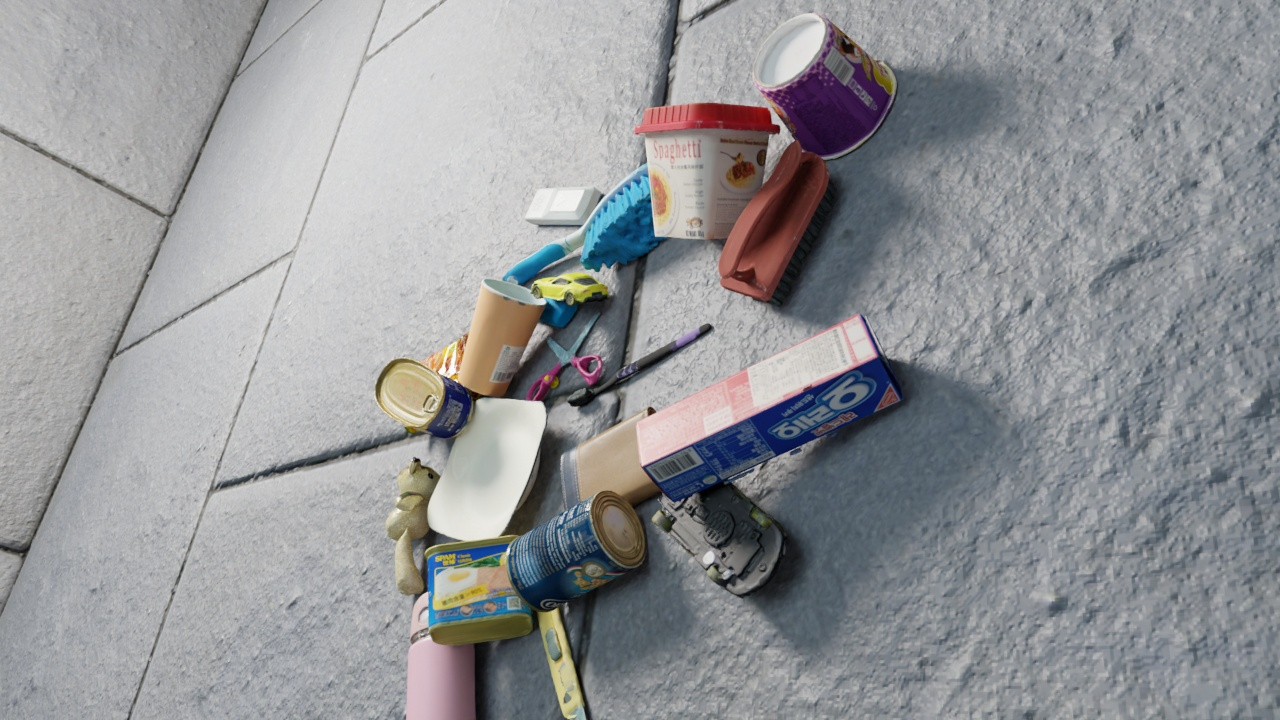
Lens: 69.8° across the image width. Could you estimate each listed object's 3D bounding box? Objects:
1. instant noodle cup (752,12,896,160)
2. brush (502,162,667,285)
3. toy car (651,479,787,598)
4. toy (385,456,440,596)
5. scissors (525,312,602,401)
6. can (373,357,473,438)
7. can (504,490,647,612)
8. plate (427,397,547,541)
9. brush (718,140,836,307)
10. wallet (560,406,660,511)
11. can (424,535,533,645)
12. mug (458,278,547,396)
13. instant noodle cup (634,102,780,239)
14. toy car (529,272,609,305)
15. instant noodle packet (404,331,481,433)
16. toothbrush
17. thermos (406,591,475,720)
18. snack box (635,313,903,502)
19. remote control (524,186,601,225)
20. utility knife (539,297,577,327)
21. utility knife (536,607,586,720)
[{"bbox_3d":[0.165,-0.261,0.858,0.112,0.099,0.111,-28,46,34],"label":"instant noodle cup"},{"bbox_3d":[-0.060,-0.138,1.060,0.315,0.060,0.109,-35,39,30],"label":"brush"},{"bbox_3d":[0.064,0.136,0.747,0.070,0.042,0.158,-53,34,2],"label":"toy car"},{"bbox_3d":[-0.259,0.192,1.054,0.105,0.066,0.157,102,168,-60],"label":"toy"},{"bbox_3d":[-0.082,0.002,1.018,0.133,0.017,0.134,-55,35,-1],"label":"scissors"},{"bbox_3d":[-0.258,0.044,1.087,0.148,0.049,0.074,19,82,46],"label":"can"},{"bbox_3d":[-0.057,0.172,0.829,0.111,0.075,0.075,-33,45,28],"label":"can"},{"bbox_3d":[-0.160,0.122,1.006,0.165,0.034,0.163,2,67,48],"label":"plate"},{"bbox_3d":[0.125,-0.126,0.834,0.063,0.069,0.145,25,85,50],"label":"brush"},{"bbox_3d":[-0.025,0.105,0.876,0.115,0.033,0.090,-32,48,28],"label":"wallet"},{"bbox_3d":[-0.156,0.223,0.888,0.102,0.057,0.083,-7,52,-5],"label":"can"},{"bbox_3d":[-0.165,-0.024,1.064,0.078,0.078,0.123,38,112,51],"label":"mug"},{"bbox_3d":[0.064,-0.181,0.891,0.116,0.116,0.124,14,107,50],"label":"instant noodle cup"},{"bbox_3d":[-0.081,-0.083,1.034,0.105,0.048,0.032,11,107,45],"label":"toy car"},{"bbox_3d":[-0.245,0.026,1.155,0.129,0.044,0.110,-26,45,34],"label":"instant noodle packet"},{"bbox_3d":[-0.005,0.005,0.932,0.189,0.016,0.014,-30,52,29],"label":"toothbrush"},{"bbox_3d":[-0.182,0.318,0.882,0.087,0.067,0.198,-18,49,12],"label":"thermos"},{"bbox_3d":[0.099,0.040,0.726,0.208,0.057,0.058,-27,36,17],"label":"snack box"},{"bbox_3d":[-0.100,-0.196,1.159,0.125,0.024,0.049,9,72,50],"label":"remote control"},{"bbox_3d":[-0.135,-0.069,1.118,0.182,0.018,0.034,18,82,52],"label":"utility knife"},{"bbox_3d":[-0.071,0.270,0.833,0.031,0.019,0.183,-49,43,21],"label":"utility knife"}]
